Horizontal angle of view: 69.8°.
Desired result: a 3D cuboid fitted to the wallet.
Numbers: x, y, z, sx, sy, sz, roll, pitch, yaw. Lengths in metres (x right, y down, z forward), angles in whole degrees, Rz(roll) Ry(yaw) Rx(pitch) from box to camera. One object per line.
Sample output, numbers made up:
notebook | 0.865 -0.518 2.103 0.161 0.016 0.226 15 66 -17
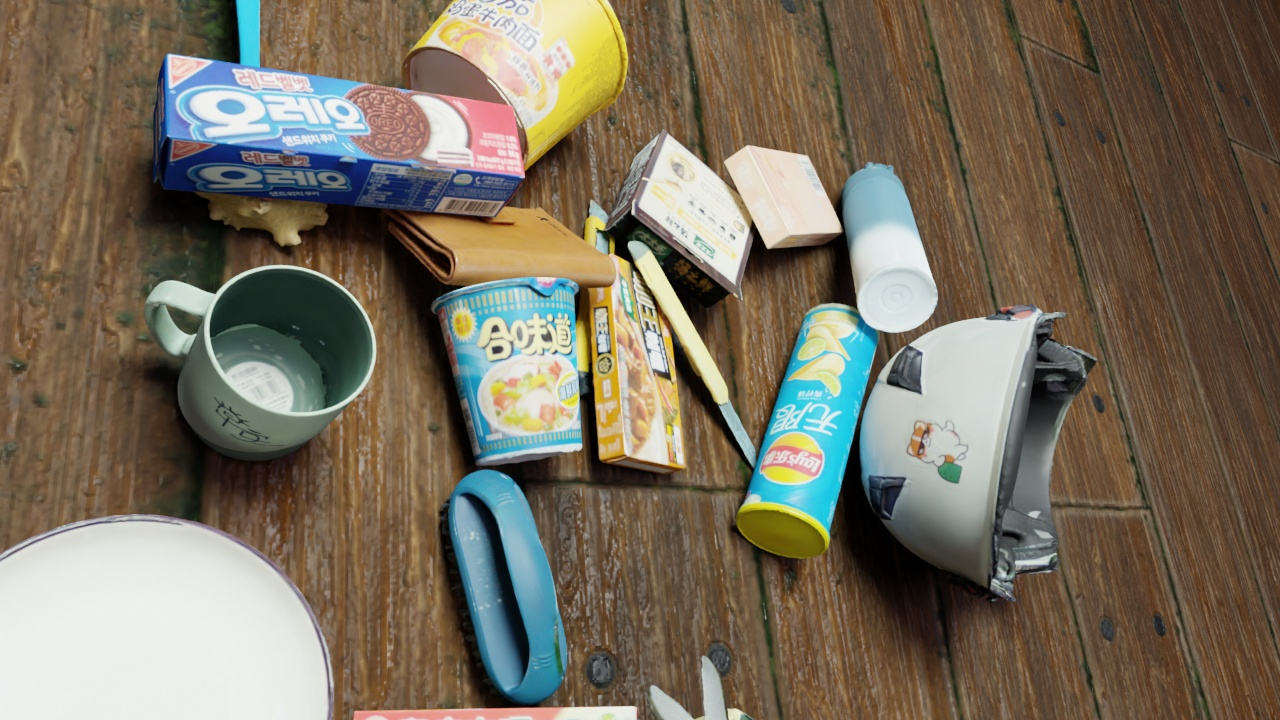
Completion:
wallet | -0.096 -0.081 0.629 0.131 0.031 0.108 -2 31 -42

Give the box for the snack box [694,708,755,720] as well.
snack box | 0.003 0.313 0.491 0.063 0.115 0.239 40 46 -8

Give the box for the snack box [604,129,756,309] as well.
snack box | 0.037 -0.110 0.745 0.113 0.053 0.125 36 47 -18

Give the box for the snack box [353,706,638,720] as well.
snack box | -0.078 0.229 0.496 0.156 0.027 0.077 -1 67 0

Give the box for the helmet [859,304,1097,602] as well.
helmet | 0.260 0.066 0.751 0.273 0.157 0.230 6 93 -54

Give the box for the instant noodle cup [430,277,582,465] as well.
instant noodle cup | -0.081 0.011 0.600 0.099 0.099 0.110 -3 81 -36

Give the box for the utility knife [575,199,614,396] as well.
utility knife | -0.035 -0.051 0.702 0.033 0.015 0.170 17 61 -31

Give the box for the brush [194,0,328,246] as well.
brush | -0.248 -0.195 0.589 0.083 0.046 0.254 -3 78 -32

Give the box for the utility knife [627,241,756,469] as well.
utility knife | 0.046 -0.004 0.715 0.212 0.022 0.030 56 35 -13

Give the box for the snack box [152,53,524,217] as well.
snack box | -0.176 -0.129 0.553 0.207 0.057 0.058 0 70 -30

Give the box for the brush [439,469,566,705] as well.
brush | -0.079 0.135 0.555 0.055 0.074 0.143 -9 76 -32

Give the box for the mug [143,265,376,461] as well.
mug | -0.213 0.000 0.497 0.111 0.107 0.082 31 57 -21

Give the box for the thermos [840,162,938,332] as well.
thermos | 0.219 -0.108 0.828 0.070 0.070 0.220 37 31 -17

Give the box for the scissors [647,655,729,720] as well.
scissors | 0.051 0.252 0.473 0.170 0.019 0.180 45 46 -6

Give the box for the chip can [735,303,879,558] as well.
chip can | 0.139 0.052 0.746 0.071 0.071 0.209 36 54 -17

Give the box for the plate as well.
plate | -0.249 0.173 0.442 0.192 0.039 0.192 14 63 -30

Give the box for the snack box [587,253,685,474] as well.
snack box | -0.004 0.004 0.678 0.075 0.026 0.153 19 60 -51

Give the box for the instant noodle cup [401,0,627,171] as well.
instant noodle cup | -0.095 -0.206 0.658 0.138 0.138 0.109 43 61 -12

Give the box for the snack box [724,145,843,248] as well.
snack box | 0.132 -0.144 0.818 0.157 0.026 0.084 -16 79 -60
